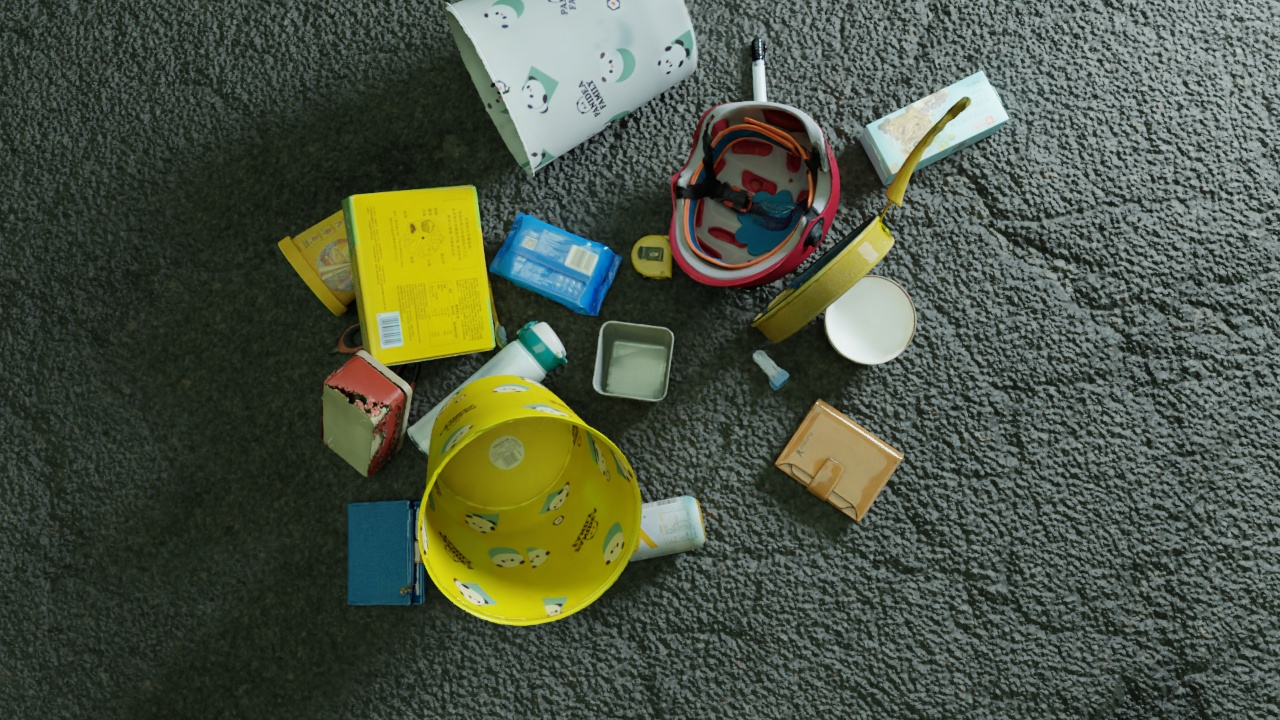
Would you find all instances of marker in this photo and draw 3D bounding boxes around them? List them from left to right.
[{"bbox_3d":[0.162,-0.369,1.234,0.022,0.018,0.130,-2,83,-7],"label":"marker"}]

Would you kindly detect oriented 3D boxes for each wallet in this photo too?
[{"bbox_3d":[-0.326,0.247,1.180,0.106,0.040,0.133,-4,84,11],"label":"wallet"},{"bbox_3d":[0.252,0.127,1.171,0.132,0.031,0.107,35,85,7],"label":"wallet"}]

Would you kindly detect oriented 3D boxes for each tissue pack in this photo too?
[{"bbox_3d":[-0.111,-0.125,1.203,0.157,0.052,0.095,23,83,5],"label":"tissue pack"}]

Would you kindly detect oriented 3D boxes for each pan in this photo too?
[{"bbox_3d":[0.266,-0.160,1.091,0.358,0.197,0.078,-41,91,16],"label":"pan"}]

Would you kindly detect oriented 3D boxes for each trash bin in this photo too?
[{"bbox_3d":[-0.142,0.135,1.047,0.229,0.255,0.230,-4,105,-15],"label":"trash bin"},{"bbox_3d":[-0.081,-0.390,1.152,0.251,0.230,0.229,-29,83,-6],"label":"trash bin"}]

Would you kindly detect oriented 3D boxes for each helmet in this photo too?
[{"bbox_3d":[0.150,-0.189,1.147,0.207,0.143,0.240,21,89,32],"label":"helmet"}]

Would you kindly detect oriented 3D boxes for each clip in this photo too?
[{"bbox_3d":[0.168,0.009,1.192,0.027,0.045,0.058,-37,74,1],"label":"clip"}]

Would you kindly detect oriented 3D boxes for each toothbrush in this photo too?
[{"bbox_3d":[-0.205,-0.107,1.221,0.016,0.018,0.191,-12,82,-26],"label":"toothbrush"}]

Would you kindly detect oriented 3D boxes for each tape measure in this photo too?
[{"bbox_3d":[0.017,-0.137,1.210,0.057,0.029,0.060,1,84,3],"label":"tape measure"}]

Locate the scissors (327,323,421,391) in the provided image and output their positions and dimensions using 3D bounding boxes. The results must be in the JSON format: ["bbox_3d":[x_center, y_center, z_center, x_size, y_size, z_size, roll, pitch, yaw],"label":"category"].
[{"bbox_3d":[-0.311,-0.027,1.219,0.227,0.015,0.189,-8,83,2],"label":"scissors"}]

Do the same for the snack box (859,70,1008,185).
[{"bbox_3d":[0.382,-0.303,1.199,0.175,0.051,0.074,-26,82,0],"label":"snack box"}]

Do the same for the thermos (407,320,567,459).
[{"bbox_3d":[-0.194,0.039,1.182,0.224,0.073,0.073,-41,84,-3],"label":"thermos"}]

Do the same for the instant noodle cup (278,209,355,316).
[{"bbox_3d":[-0.384,-0.137,1.189,0.114,0.118,0.118,-39,83,-10],"label":"instant noodle cup"}]

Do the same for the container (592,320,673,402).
[{"bbox_3d":[-0.007,0.007,1.152,0.090,0.114,0.090,8,84,3],"label":"container"}]

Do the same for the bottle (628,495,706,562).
[{"bbox_3d":[-0.015,0.219,1.153,0.189,0.068,0.068,-11,83,1],"label":"bottle"}]

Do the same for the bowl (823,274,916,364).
[{"bbox_3d":[0.288,-0.048,1.171,0.113,0.062,0.113,0,83,4],"label":"bowl"}]

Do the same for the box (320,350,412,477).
[{"bbox_3d":[-0.343,0.075,1.125,0.091,0.169,0.080,37,54,6],"label":"box"}]

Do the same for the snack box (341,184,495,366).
[{"bbox_3d":[-0.275,-0.107,1.146,0.157,0.070,0.210,-10,100,-24],"label":"snack box"}]
